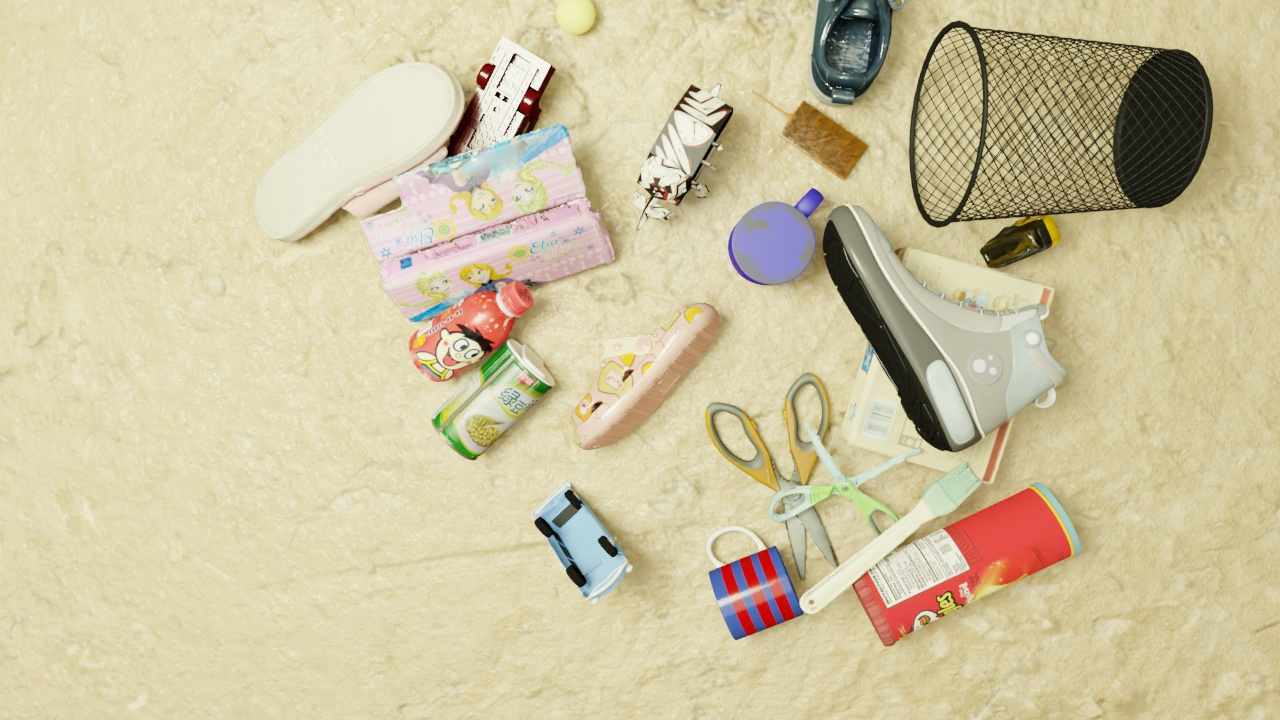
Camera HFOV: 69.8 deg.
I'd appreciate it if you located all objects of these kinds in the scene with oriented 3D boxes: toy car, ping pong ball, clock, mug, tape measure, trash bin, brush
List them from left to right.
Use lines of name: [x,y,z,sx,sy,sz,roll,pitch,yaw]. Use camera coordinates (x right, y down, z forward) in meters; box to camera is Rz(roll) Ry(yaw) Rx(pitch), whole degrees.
toy car: [-0.149,-0.235,0.932,0.070,0.061,0.170,31,106,0]
ping pong ball: [-0.066,-0.351,0.930,0.040,0.040,0.040,0,95,3]
toy car: [-0.059,0.186,0.933,0.056,0.153,0.055,-43,128,-3]
clock: [0.041,-0.188,0.897,0.065,0.115,0.154,30,78,0]
mug: [0.114,0.225,0.959,0.076,0.075,0.112,-23,68,5]
mug: [0.140,-0.127,0.916,0.079,0.083,0.111,42,96,-1]
brush: [0.170,-0.238,0.938,0.126,0.017,0.048,35,96,0]
brush: [0.245,0.179,0.910,0.217,0.012,0.033,-39,92,1]
tape measure: [0.380,-0.121,0.913,0.064,0.066,0.037,-25,90,-32]
trash bin: [0.385,-0.216,0.855,0.210,0.184,0.184,0,95,-3]

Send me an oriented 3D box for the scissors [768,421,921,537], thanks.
scissors: [0.209,0.129,0.936,0.173,0.021,0.171,-29,106,26]

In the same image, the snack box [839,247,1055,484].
snack box: [0.308,0.003,0.932,0.153,0.055,0.207,16,95,2]

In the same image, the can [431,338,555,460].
can: [-0.152,0.040,0.955,0.121,0.067,0.067,-44,91,6]

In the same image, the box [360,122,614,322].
box: [-0.154,-0.125,0.912,0.230,0.061,0.161,-17,129,5]

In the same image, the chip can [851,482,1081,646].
chip can: [0.325,0.207,0.933,0.213,0.087,0.087,-27,93,4]

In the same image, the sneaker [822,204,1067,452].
sneaker: [0.289,-0.053,0.863,0.160,0.093,0.256,-27,91,-3]

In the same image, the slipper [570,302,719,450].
slipper: [-0.006,0.006,0.942,0.197,0.093,0.081,-46,71,4]

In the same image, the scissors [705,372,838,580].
scissors: [0.145,0.126,0.972,0.175,0.016,0.225,-2,97,4]

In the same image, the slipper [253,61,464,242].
slipper: [-0.284,-0.206,0.935,0.275,0.054,0.114,-26,76,21]

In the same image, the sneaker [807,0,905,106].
sneaker: [0.213,-0.363,0.890,0.089,0.087,0.235,9,96,2]

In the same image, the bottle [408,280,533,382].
bottle: [-0.169,-0.034,0.935,0.138,0.061,0.062,-31,93,24]
